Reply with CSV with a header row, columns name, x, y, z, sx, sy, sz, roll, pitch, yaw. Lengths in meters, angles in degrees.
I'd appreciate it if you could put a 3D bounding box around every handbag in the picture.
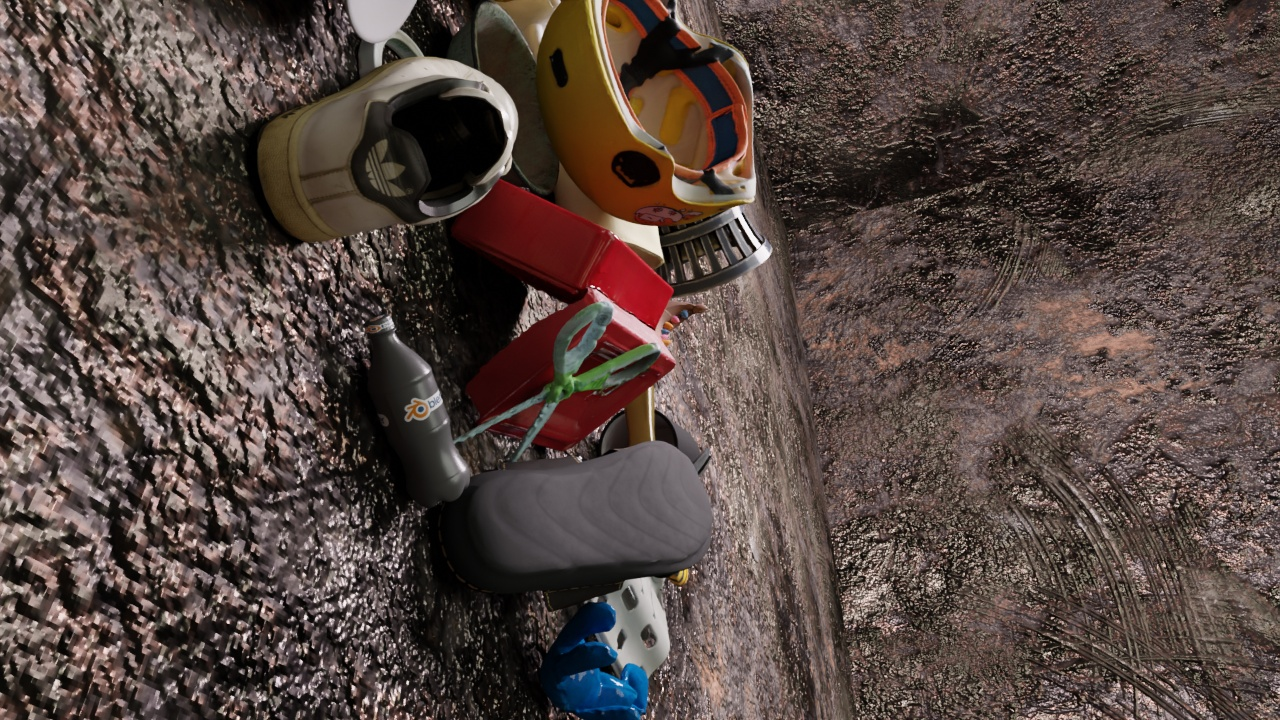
name,x,y,z,sx,sy,sz,roll,pitch,yaw
handbag,-0.037,-0.150,0.902,0.111,0.081,0.119,14,65,-48

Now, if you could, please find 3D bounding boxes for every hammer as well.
name,x,y,z,sx,sy,sz,roll,pitch,yaw
hammer,-0.005,0.005,0.870,0.332,0.118,0.025,-95,169,-45

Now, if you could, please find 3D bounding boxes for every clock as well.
name,x,y,z,sx,sy,sz,roll,pitch,yaw
clock,-0.101,-0.356,0.818,0.125,0.073,0.161,-85,151,-64

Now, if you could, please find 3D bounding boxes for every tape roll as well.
name,x,y,z,sx,sy,sz,roll,pitch,yaw
tape roll,-0.157,-0.176,0.617,0.093,0.013,0.093,-12,90,-76

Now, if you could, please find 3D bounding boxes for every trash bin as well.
name,x,y,z,sx,sy,sz,roll,pitch,yaw
trash bin,0.046,-0.213,1.115,0.164,0.164,0.227,-68,139,-64

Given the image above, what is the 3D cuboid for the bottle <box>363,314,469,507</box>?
name,x,y,z,sx,sy,sz,roll,pitch,yaw
bottle,-0.128,0.028,0.513,0.036,0.036,0.110,-61,136,-68

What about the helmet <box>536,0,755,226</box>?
name,x,y,z,sx,sy,sz,roll,pitch,yaw
helmet,-0.012,-0.215,0.792,0.240,0.140,0.208,30,51,-40

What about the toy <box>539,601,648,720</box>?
name,x,y,z,sx,sy,sz,roll,pitch,yaw
toy,-0.032,0.235,0.641,0.176,0.071,0.112,77,14,-46

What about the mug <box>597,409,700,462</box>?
name,x,y,z,sx,sy,sz,roll,pitch,yaw
mug,0.005,0.108,0.879,0.113,0.078,0.088,-71,158,-9

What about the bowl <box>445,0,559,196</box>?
name,x,y,z,sx,sy,sz,roll,pitch,yaw
bowl,-0.115,-0.206,0.746,0.157,0.039,0.157,-12,90,-75

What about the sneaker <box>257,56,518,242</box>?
name,x,y,z,sx,sy,sz,roll,pitch,yaw
sneaker,-0.113,-0.136,0.538,0.240,0.102,0.089,-56,134,-60

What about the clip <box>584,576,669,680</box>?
name,x,y,z,sx,sy,sz,roll,pitch,yaw
clip,-0.009,0.196,0.782,0.142,0.073,0.125,-70,148,-51

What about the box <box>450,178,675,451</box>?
name,x,y,z,sx,sy,sz,roll,pitch,yaw
box,-0.064,-0.047,0.693,0.168,0.154,0.157,61,10,21

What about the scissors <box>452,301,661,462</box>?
name,x,y,z,sx,sy,sz,roll,pitch,yaw
scissors,-0.055,0.017,0.607,0.022,0.171,0.174,54,-30,16

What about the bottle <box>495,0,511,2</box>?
name,x,y,z,sx,sy,sz,roll,pitch,yaw
bottle,-0.141,-0.341,0.671,0.163,0.071,0.071,27,51,-54

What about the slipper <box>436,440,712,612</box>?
name,x,y,z,sx,sy,sz,roll,pitch,yaw
slipper,-0.040,0.114,0.645,0.267,0.076,0.113,-1,63,-52

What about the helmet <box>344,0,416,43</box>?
name,x,y,z,sx,sy,sz,roll,pitch,yaw
helmet,-0.167,-0.319,0.522,0.184,0.117,0.270,118,-11,-69

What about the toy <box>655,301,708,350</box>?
name,x,y,z,sx,sy,sz,roll,pitch,yaw
toy,0.025,-0.032,0.996,0.090,0.103,0.071,-91,163,-58

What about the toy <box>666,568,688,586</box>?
name,x,y,z,sx,sy,sz,roll,pitch,yaw
toy,0.033,0.185,0.957,0.084,0.046,0.103,69,20,-51

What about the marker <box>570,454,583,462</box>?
name,x,y,z,sx,sy,sz,roll,pitch,yaw
marker,-0.065,0.118,0.707,0.140,0.016,0.016,-74,148,-60
